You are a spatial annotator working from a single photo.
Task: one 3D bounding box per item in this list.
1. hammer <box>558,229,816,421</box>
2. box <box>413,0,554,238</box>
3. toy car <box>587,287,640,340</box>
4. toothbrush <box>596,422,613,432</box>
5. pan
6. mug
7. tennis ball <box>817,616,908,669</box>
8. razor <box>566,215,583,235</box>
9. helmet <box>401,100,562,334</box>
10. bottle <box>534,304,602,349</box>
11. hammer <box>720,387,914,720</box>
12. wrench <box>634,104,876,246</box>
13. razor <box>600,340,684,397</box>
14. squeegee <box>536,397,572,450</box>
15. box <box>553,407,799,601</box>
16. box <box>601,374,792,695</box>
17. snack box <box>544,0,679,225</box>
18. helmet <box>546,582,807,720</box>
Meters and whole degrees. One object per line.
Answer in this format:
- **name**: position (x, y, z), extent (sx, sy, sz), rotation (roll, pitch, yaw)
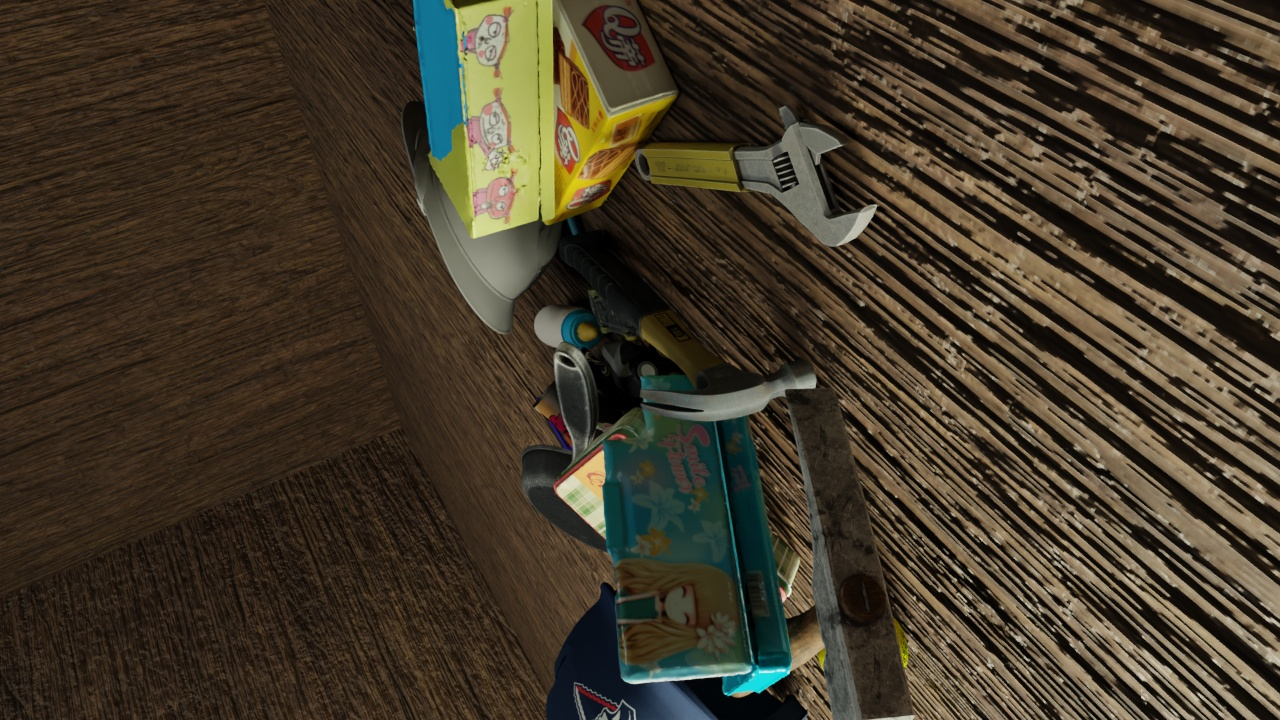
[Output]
- **hammer**: position (0.003, -0.041, 0.758), extent (0.333, 0.117, 0.025), rotation (-133, 33, -54)
- **box**: position (-0.124, -0.219, 0.728), extent (0.124, 0.080, 0.221), rotation (57, 155, 32)
- **toy car**: position (-0.021, -0.050, 0.899), extent (0.107, 0.030, 0.049), rotation (18, 130, 61)
- **toothbrush**: position (0.005, 0.072, 0.870), extent (0.155, 0.015, 0.022), rotation (15, 151, 18)
- **pan**: position (-0.055, 0.103, 0.906), extent (0.187, 0.055, 0.357), rotation (20, 151, 18)
- **mug**: position (-0.043, 0.044, 0.933), extent (0.098, 0.081, 0.118), rotation (41, 160, -3)
- **tennis ball**: position (0.163, 0.212, 0.675), extent (0.065, 0.065, 0.065), rotation (51, 155, 35)
- **razor**: position (-0.087, -0.189, 0.929), extent (0.144, 0.022, 0.042), rotation (66, -162, -10)
- **helmet**: position (-0.145, -0.171, 0.968), extent (0.183, 0.118, 0.271), rotation (21, -132, -74)
- **bottle**: position (-0.075, -0.035, 1.016), extent (0.146, 0.051, 0.051), rotation (14, 125, 65)
- **hammer**: position (0.105, 0.178, 0.697), extent (0.301, 0.037, 0.217), rotation (110, 156, -60)
- **wrench**: position (0.062, -0.128, 0.623), extent (0.273, 0.018, 0.084), rotation (24, 134, 61)
- **razor**: position (-0.005, 0.005, 0.892), extent (0.156, 0.057, 0.060), rotation (7, 77, 68)
- **squeegee**: position (-0.067, 0.063, 1.086), extent (0.249, 0.055, 0.185), rotation (53, 153, 40)
- **box**: position (0.030, 0.145, 0.800), extent (0.205, 0.049, 0.118), rotation (46, 128, -5)
- **box**: position (0.026, 0.127, 0.680), extent (0.098, 0.121, 0.226), rotation (109, 157, -60)
- **snack box**: position (-0.051, -0.205, 0.757), extent (0.110, 0.061, 0.231), rotation (65, 160, 4)
- **helmet**: position (0.016, 0.328, 0.890), extent (0.232, 0.222, 0.273), rotation (46, 159, 25)
